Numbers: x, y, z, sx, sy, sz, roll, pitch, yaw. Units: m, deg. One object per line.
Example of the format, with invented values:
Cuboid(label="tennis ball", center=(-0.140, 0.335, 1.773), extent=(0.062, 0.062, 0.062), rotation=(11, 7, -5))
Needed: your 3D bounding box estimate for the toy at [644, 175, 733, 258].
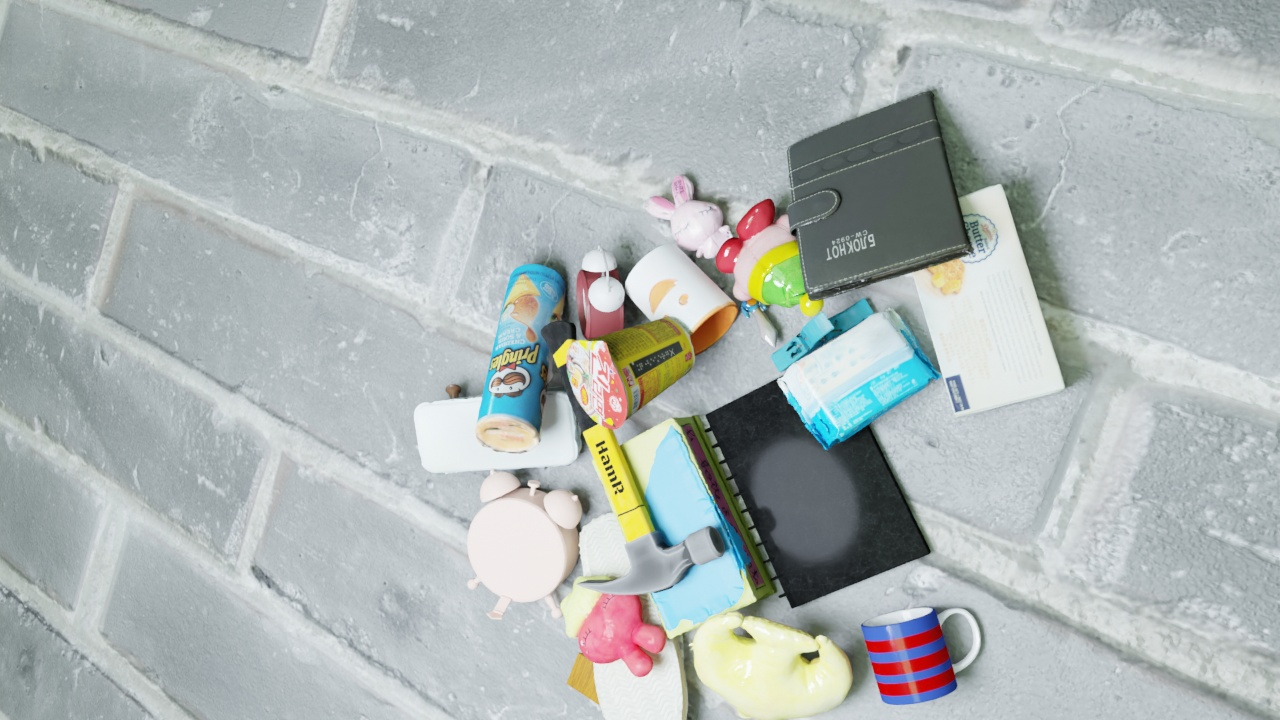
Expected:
Cuboid(label="toy", center=(0.056, -0.163, 1.051), extent=(0.063, 0.047, 0.110), rotation=(-46, 66, 8))

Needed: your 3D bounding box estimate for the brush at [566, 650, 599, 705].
Cuboid(label="brush", center=(-0.027, 0.395, 1.086), extent=(0.126, 0.017, 0.048), rotation=(24, 99, 25))

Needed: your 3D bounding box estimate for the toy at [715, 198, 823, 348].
Cuboid(label="toy", center=(0.141, -0.090, 0.983), extent=(0.131, 0.096, 0.124), rotation=(43, 111, 10))

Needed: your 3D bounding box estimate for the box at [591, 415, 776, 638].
Cuboid(label="box", center=(0.048, 0.184, 1.028), extent=(0.125, 0.079, 0.221), rotation=(-32, 77, 21))

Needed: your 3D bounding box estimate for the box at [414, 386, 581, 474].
Cuboid(label="box", center=(-0.177, 0.086, 1.126), extent=(0.214, 0.063, 0.118), rotation=(-4, 88, 8))

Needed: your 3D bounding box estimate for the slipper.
Cuboid(label="slipper", center=(-0.010, 0.311, 1.060), extent=(0.115, 0.054, 0.272), rotation=(-18, 71, 20))

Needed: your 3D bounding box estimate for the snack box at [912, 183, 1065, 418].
Cuboid(label="snack box", center=(0.334, -0.056, 0.903), extent=(0.104, 0.057, 0.207), rotation=(-18, 81, 24))

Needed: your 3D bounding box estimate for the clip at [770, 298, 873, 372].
Cuboid(label="clip", center=(0.187, -0.029, 0.961), extent=(0.120, 0.118, 0.033), rotation=(-31, 82, 9))

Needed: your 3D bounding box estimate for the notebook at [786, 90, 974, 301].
Cuboid(label="notebook", center=(0.231, -0.167, 0.929), extent=(0.170, 0.029, 0.208), rotation=(-16, 52, 23))

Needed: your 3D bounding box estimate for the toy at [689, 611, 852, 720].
Cuboid(label="toy", center=(0.133, 0.326, 0.962), extent=(0.170, 0.064, 0.155), rotation=(11, 125, 11))

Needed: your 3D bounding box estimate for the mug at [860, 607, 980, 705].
Cuboid(label="mug", center=(0.285, 0.288, 0.913), extent=(0.112, 0.075, 0.076), rotation=(-14, 81, -2))

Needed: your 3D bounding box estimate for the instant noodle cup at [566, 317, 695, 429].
Cuboid(label="instant noodle cup", center=(-0.006, 0.006, 0.974), extent=(0.100, 0.112, 0.100), rotation=(32, 135, 38))

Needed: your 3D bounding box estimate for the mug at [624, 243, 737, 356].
Cuboid(label="mug", center=(0.045, -0.068, 1.033), extent=(0.082, 0.082, 0.105), rotation=(-48, 69, 17))

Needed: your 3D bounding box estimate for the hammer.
Cuboid(label="hammer", center=(-0.041, 0.103, 1.015), extent=(0.170, 0.034, 0.324), rotation=(-29, 75, 23))

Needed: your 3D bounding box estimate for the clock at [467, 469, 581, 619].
Cuboid(label="clock", center=(-0.145, 0.223, 1.106), extent=(0.131, 0.086, 0.160), rotation=(15, 97, 16))

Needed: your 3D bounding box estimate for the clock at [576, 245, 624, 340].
Cuboid(label="clock", center=(-0.047, -0.074, 1.066), extent=(0.044, 0.125, 0.087), rotation=(-6, 50, -11))

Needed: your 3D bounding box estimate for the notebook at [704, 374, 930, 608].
Cuboid(label="notebook", center=(0.182, 0.131, 0.993), extent=(0.169, 0.019, 0.231), rotation=(-29, 76, 21))

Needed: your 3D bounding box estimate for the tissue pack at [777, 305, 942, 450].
Cuboid(label="tissue pack", center=(0.221, 0.019, 0.942), extent=(0.144, 0.062, 0.093), rotation=(-33, 75, 1))

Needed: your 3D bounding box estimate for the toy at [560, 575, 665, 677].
Cuboid(label="toy", center=(-0.032, 0.295, 1.020), extent=(0.135, 0.045, 0.091), rotation=(34, 91, 30))

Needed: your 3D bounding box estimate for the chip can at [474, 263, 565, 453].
Cuboid(label="chip can", center=(-0.138, -0.004, 1.081), extent=(0.080, 0.080, 0.229), rotation=(-12, 51, 25))

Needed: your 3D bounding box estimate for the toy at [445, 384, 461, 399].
Cuboid(label="toy", center=(-0.217, 0.081, 1.178), extent=(0.055, 0.042, 0.101), rotation=(-8, 74, -7))
